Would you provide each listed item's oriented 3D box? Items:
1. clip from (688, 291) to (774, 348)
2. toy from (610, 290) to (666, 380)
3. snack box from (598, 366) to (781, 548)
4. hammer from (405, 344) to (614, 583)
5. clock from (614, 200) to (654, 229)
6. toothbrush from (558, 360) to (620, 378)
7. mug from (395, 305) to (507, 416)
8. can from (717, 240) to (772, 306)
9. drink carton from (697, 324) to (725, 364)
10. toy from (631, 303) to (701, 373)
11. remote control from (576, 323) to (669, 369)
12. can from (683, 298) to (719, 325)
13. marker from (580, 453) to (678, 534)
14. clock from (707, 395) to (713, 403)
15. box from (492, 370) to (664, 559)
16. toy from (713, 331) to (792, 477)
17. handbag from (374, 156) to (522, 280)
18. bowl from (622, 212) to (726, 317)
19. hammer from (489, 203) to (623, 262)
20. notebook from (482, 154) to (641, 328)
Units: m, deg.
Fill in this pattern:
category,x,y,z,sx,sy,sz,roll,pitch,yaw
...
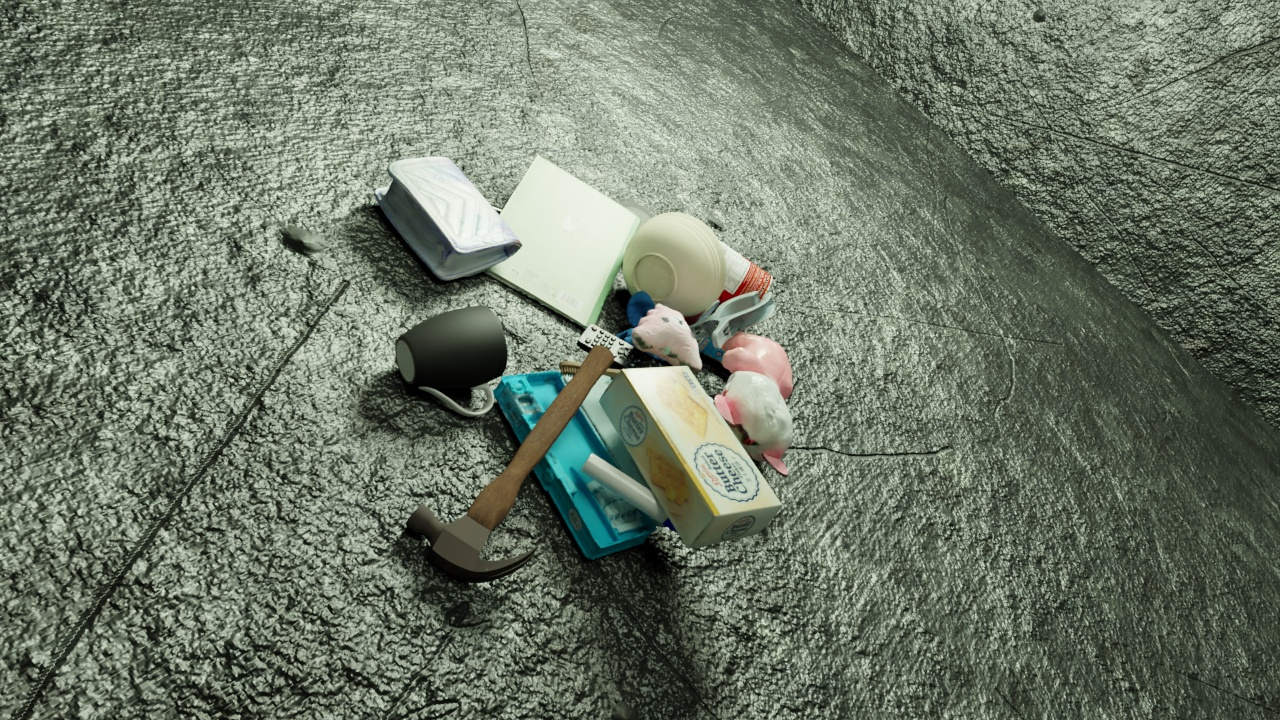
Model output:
category,x,y,z,sx,sy,sz,roll,pitch,yaw
clip,0.138,-0.057,1.267,0.162,0.108,0.028,-30,114,-35
toy,-0.003,-0.024,1.197,0.113,0.071,0.175,53,36,2
snack box,0.051,0.098,0.993,0.104,0.058,0.207,-1,46,-41
hammer,-0.108,0.092,0.949,0.115,0.033,0.321,32,48,2
clock,-0.018,-0.199,1.393,0.122,0.044,0.091,17,44,-24
toothbrush,-0.014,0.019,1.075,0.166,0.016,0.016,8,50,-17
mug,-0.203,0.006,0.989,0.100,0.085,0.119,-15,90,-34
can,0.129,-0.126,1.404,0.116,0.087,0.086,33,36,-8
drink carton,0.143,-0.005,1.323,0.129,0.039,0.044,30,36,-10
toy,0.034,-0.034,1.142,0.099,0.053,0.095,27,39,-19
remote control,-0.007,0.007,1.121,0.150,0.022,0.047,30,37,1
can,0.057,-0.107,1.340,0.114,0.063,0.063,44,36,8
marker,-0.001,0.142,0.969,0.133,0.023,0.027,33,54,-2
clock,0.048,0.070,1.150,0.096,0.048,0.137,30,36,-11
box,-0.042,0.100,1.035,0.184,0.056,0.227,-14,60,-39
toy,0.154,0.051,1.205,0.142,0.084,0.212,56,27,-18
handbag,-0.242,-0.180,1.155,0.158,0.069,0.126,49,37,13
bowl,0.035,-0.122,1.260,0.151,0.151,0.075,44,35,9
hammer,-0.123,-0.178,1.306,0.324,0.015,0.094,18,41,-27
notebook,-0.108,-0.168,1.270,0.182,0.010,0.251,29,47,-10
